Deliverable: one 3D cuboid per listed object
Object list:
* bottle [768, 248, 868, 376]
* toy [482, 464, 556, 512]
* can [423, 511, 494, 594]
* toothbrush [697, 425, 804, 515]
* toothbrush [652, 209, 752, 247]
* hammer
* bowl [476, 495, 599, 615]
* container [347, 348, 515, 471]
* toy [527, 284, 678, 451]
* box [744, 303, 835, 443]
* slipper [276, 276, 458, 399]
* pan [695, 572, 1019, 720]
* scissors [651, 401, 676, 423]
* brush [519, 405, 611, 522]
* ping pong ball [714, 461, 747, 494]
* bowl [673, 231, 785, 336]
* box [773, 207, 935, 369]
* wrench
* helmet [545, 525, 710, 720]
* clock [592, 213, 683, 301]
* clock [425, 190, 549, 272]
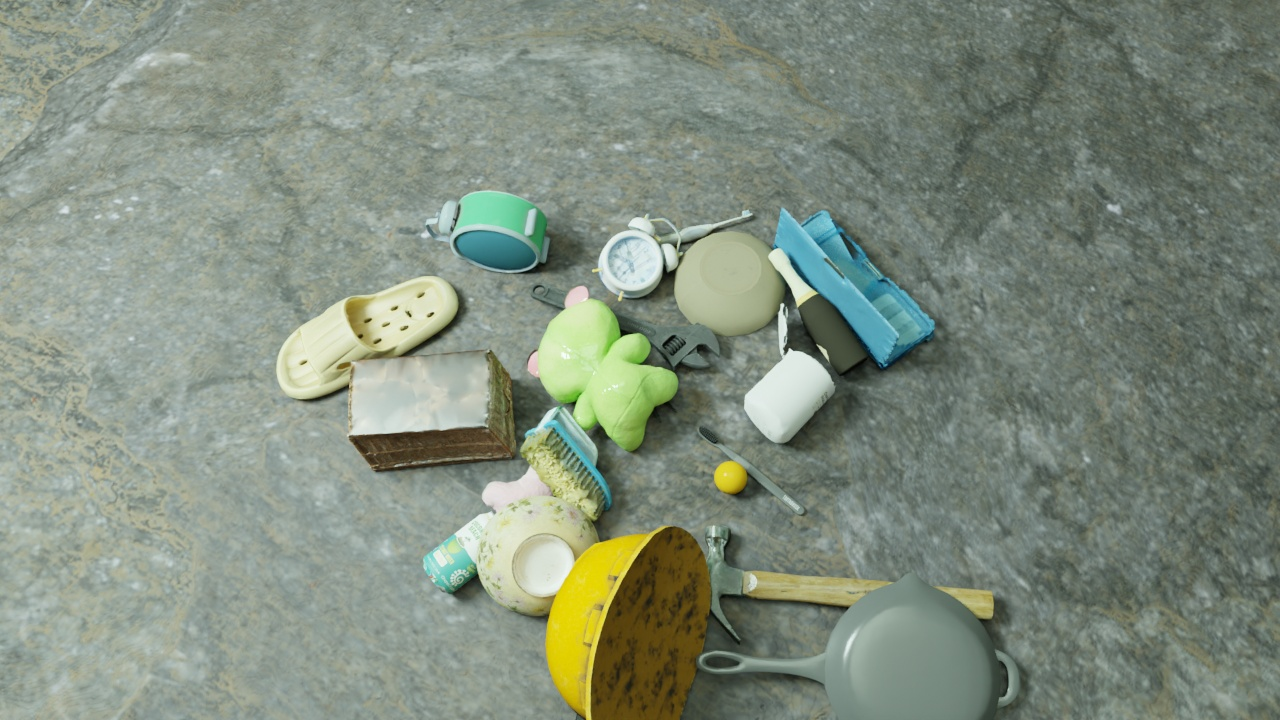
[{"bbox_3d":[0.223,-0.067,1.183,0.045,0.045,0.184,-31,78,-9],"label":"bottle"},{"bbox_3d":[-0.133,0.177,1.115,0.098,0.053,0.096,-25,81,-33],"label":"toy"},{"bbox_3d":[-0.206,0.229,1.097,0.101,0.055,0.055,-37,69,-12],"label":"can"},{"bbox_3d":[0.136,0.135,1.138,0.167,0.013,0.012,39,74,16],"label":"toothbrush"},{"bbox_3d":[0.068,-0.176,1.272,0.185,0.022,0.024,-17,85,-2],"label":"toothbrush"},{"bbox_3d":[0.236,0.270,1.061,0.330,0.033,0.132,4,65,5],"label":"hammer"},{"bbox_3d":[-0.114,0.229,1.055,0.145,0.063,0.145,0,88,-12],"label":"bowl"},{"bbox_3d":[-0.259,0.061,1.143,0.198,0.113,0.113,-6,66,3],"label":"container"},{"bbox_3d":[-0.056,0.011,1.148,0.197,0.107,0.150,36,95,11],"label":"toy"},{"bbox_3d":[0.177,0.014,1.152,0.146,0.084,0.136,-41,64,-15],"label":"box"},{"bbox_3d":[-0.371,-0.047,1.219,0.261,0.079,0.111,-27,64,-8],"label":"slipper"},{"bbox_3d":[0.239,0.341,1.010,0.354,0.024,0.216,3,76,2],"label":"pan"},{"bbox_3d":[-0.024,0.016,1.201,0.150,0.013,0.164,-5,68,3],"label":"scissors"},{"bbox_3d":[-0.079,0.128,1.114,0.136,0.056,0.075,53,40,-15],"label":"brush"},{"bbox_3d":[0.110,0.143,1.119,0.040,0.040,0.040,-2,66,3],"label":"ping pong ball"},{"bbox_3d":[0.120,-0.111,1.224,0.152,0.050,0.152,-2,66,3],"label":"bowl"},{"bbox_3d":[0.277,-0.112,1.180,0.094,0.112,0.231,-33,68,-9],"label":"box"},{"bbox_3d":[-0.024,-0.051,1.214,0.273,0.018,0.073,21,67,13],"label":"wrench"},{"bbox_3d":[-0.032,0.299,0.999,0.131,0.205,0.255,3,71,36],"label":"helmet"},{"bbox_3d":[-0.001,-0.140,1.233,0.125,0.052,0.089,-43,88,-6],"label":"clock"},{"bbox_3d":[-0.209,-0.176,1.239,0.162,0.122,0.075,4,68,10],"label":"clock"}]
